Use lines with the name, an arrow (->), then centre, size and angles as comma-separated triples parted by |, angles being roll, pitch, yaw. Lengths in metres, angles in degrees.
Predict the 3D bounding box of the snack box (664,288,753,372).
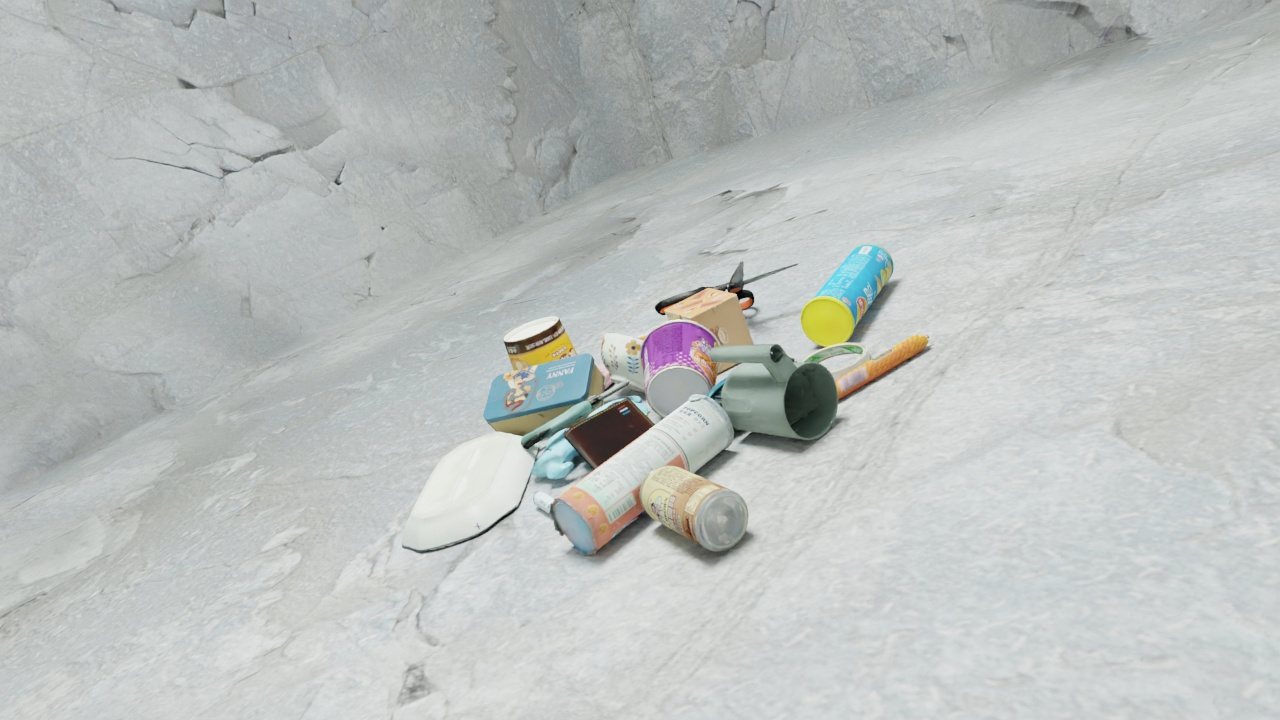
snack box -> 0.098, -0.041, 1.297 | 0.077, 0.093, 0.094 | -26, 18, -15

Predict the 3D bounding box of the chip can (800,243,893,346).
chip can -> 0.289, -0.094, 1.269 | 0.071, 0.071, 0.209 | -9, 21, 35

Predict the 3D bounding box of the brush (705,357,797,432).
brush -> 0.124, 0.037, 1.101 | 0.143, 0.055, 0.074 | -32, 22, -28

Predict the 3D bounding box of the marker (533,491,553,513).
marker -> -0.088, 0.167, 1.024 | 0.131, 0.018, 0.022 | 14, 83, 60

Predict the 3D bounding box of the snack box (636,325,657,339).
snack box -> 0.041, -0.041, 1.422 | 0.075, 0.026, 0.153 | -16, 6, 19

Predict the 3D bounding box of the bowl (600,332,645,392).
bowl -> -0.008, 0.008, 1.295 | 0.114, 0.113, 0.062 | 6, 74, 56

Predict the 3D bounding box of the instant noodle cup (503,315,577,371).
instant noodle cup -> -0.149, 0.001, 1.427 | 0.118, 0.114, 0.118 | -19, 17, 6

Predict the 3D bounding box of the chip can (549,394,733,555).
chip can -> 0.005, 0.118, 0.975 | 0.214, 0.071, 0.071 | -34, 21, -33

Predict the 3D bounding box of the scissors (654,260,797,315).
scissors -> 0.128, -0.108, 1.390 | 0.221, 0.021, 0.233 | -14, -14, 4

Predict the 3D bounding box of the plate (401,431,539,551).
plate -> -0.221, 0.156, 1.185 | 0.162, 0.034, 0.265 | -18, 18, 10

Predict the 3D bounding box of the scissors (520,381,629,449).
scissors -> -0.089, 0.071, 1.168 | 0.177, 0.019, 0.172 | -29, 0, 13

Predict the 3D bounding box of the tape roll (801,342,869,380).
tape roll -> 0.240, 0.002, 1.136 | 0.086, 0.014, 0.085 | -19, 18, 6

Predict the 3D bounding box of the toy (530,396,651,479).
toy -> -0.056, 0.094, 1.154 | 0.157, 0.050, 0.161 | -13, 24, 31

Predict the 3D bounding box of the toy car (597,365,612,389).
toy car -> -0.073, 0.032, 1.376 | 0.056, 0.037, 0.122 | -8, 21, 33

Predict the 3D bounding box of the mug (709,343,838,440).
mug -> 0.140, 0.028, 1.002 | 0.083, 0.124, 0.104 | -51, 27, -24

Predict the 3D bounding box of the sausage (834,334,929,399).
sausage -> 0.274, 0.008, 1.067 | 0.165, 0.021, 0.021 | -27, 19, -19

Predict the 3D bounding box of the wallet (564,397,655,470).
wallet -> -0.020, 0.100, 1.075 | 0.096, 0.020, 0.122 | -29, 44, -19

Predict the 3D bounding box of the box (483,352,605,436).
box -> -0.128, 0.052, 1.298 | 0.185, 0.062, 0.089 | -17, 44, 23

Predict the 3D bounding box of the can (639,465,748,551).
can -> 0.050, 0.140, 0.881 | 0.058, 0.058, 0.116 | -29, 19, -21

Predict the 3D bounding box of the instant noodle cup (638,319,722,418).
instant noodle cup -> 0.051, 0.019, 1.171 | 0.112, 0.111, 0.099 | -18, 28, 12
